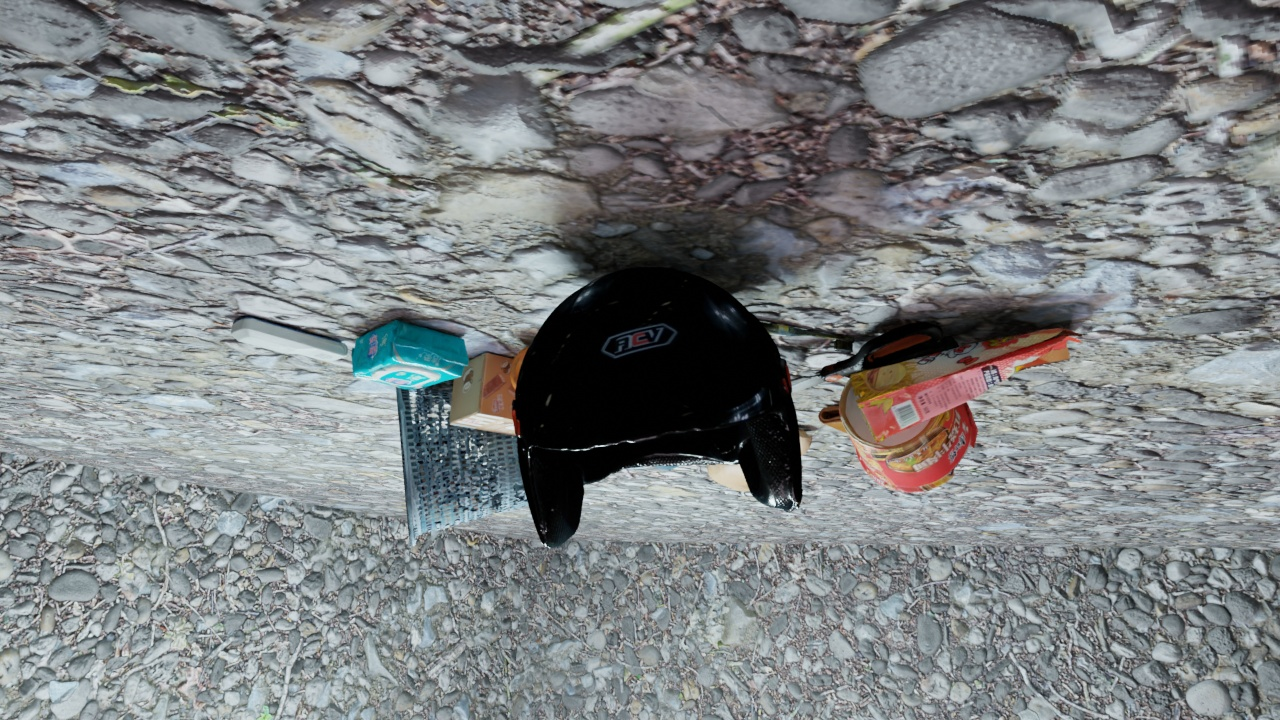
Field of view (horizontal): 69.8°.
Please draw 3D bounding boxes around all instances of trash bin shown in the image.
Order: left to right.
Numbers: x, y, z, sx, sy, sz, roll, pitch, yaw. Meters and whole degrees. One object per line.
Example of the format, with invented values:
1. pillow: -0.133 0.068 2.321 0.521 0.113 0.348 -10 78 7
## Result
1. trash bin: -0.228 0.128 1.260 0.195 0.226 0.227 -5 167 -15

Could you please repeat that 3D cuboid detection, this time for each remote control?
1. remote control: -0.410 -0.022 1.072 0.124 0.024 0.049 18 160 -41

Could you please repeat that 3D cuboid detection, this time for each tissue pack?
1. tissue pack: -0.265 -0.003 1.050 0.093 0.050 0.134 17 159 -36

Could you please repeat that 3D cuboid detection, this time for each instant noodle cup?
1. instant noodle cup: 0.286 0.064 1.013 0.138 0.137 0.108 -5 153 31

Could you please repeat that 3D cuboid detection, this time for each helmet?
1. helmet: 0.008 0.031 0.778 0.233 0.230 0.275 -10 165 -1

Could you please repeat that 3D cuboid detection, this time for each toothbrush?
1. toothbrush: 0.132 -0.028 0.916 0.185 0.017 0.012 9 165 -17

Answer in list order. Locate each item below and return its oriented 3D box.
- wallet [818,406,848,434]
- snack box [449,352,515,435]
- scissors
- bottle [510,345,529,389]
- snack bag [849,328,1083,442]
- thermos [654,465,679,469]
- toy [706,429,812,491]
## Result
1. wallet: 0.320 0.085 1.247 0.108 0.031 0.131 -6 162 37
2. snack box: -0.174 0.044 1.142 0.094 0.077 0.093 13 162 -31
3. scissors: 0.224 0.015 0.966 0.161 0.021 0.235 7 155 -29
4. bottle: -0.099 0.023 1.089 0.067 0.066 0.149 -1 170 18
5. snack bag: 0.312 0.014 0.883 0.208 0.073 0.128 -20 166 16
6. thermos: -0.034 0.087 1.222 0.220 0.070 0.070 23 157 -27
7. toy: 0.184 0.154 1.447 0.143 0.082 0.226 3 162 -14
